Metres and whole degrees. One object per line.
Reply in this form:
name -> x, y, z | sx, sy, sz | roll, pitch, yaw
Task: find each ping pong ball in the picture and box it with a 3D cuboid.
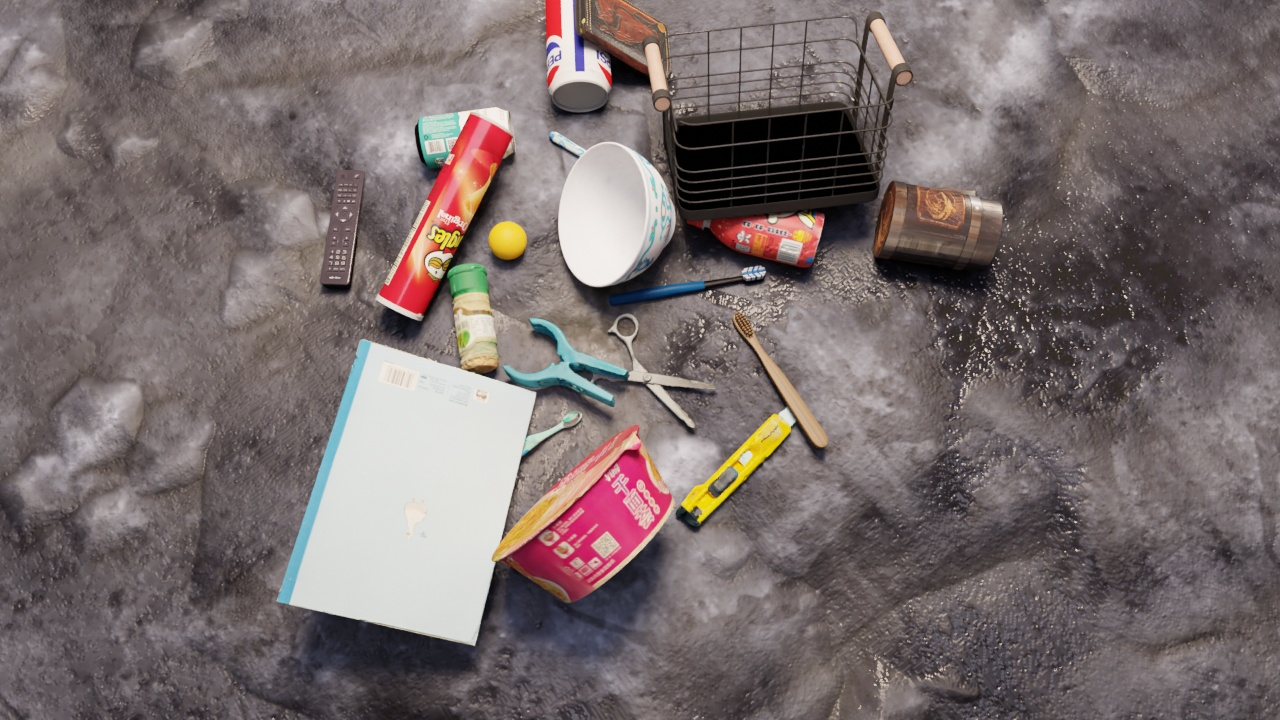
ping pong ball -> -0.140, -0.126, 0.969 | 0.040, 0.040, 0.040 | 0, 74, 1

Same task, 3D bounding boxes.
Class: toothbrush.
toothbrush -> 0.140, 0.018, 0.931 | 0.016, 0.016, 0.166 | -28, 72, -12
toothbrush -> -0.118, 0.087, 0.922 | 0.135, 0.017, 0.022 | -30, 72, -7
toothbrush -> 0.049, -0.078, 0.966 | 0.167, 0.014, 0.014 | -10, 63, -2

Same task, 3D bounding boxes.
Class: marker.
marker -> -0.042, -0.213, 1.006 | 0.142, 0.013, 0.013 | 33, 78, 10

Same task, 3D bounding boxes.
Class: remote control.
remote control -> -0.319, -0.143, 0.991 | 0.032, 0.015, 0.136 | 2, 72, 2

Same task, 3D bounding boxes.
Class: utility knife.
utility knife -> 0.100, 0.102, 0.916 | 0.164, 0.017, 0.030 | -43, 83, -14

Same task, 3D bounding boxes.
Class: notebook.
notebook -> -0.210, 0.120, 0.861 | 0.181, 0.009, 0.253 | 19, 67, -17

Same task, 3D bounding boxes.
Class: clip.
clip -> -0.088, 0.020, 0.926 | 0.121, 0.031, 0.130 | -41, 71, -15

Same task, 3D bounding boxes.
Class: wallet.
wallet -> -0.018, -0.359, 1.000 | 0.123, 0.020, 0.072 | 15, 63, -41

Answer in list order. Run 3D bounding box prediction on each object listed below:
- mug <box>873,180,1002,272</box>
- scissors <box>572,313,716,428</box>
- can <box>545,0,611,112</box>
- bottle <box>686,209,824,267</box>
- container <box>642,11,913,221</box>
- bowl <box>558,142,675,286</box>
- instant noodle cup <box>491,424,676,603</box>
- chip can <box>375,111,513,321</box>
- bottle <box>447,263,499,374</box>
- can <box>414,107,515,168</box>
mug -> 0.307, -0.149, 0.955 | 0.107, 0.080, 0.115 | 10, 49, 3
scissors -> -0.010, 0.021, 0.941 | 0.162, 0.014, 0.141 | -21, 72, -4
can -> -0.069, -0.349, 1.014 | 0.070, 0.070, 0.132 | -3, 75, 0
bottle -> 0.118, -0.141, 0.958 | 0.137, 0.062, 0.062 | 15, 75, 4
container -> 0.130, -0.251, 0.922 | 0.241, 0.130, 0.162 | -6, 49, -1
bowl -> -0.012, -0.146, 0.943 | 0.074, 0.144, 0.144 | 0, 70, -41
instant noodle cup -> -0.043, 0.146, 0.835 | 0.178, 0.179, 0.077 | -43, 94, -10
chip can -> -0.200, -0.148, 0.944 | 0.052, 0.052, 0.214 | 27, 91, 8
bottle -> -0.173, -0.043, 0.947 | 0.043, 0.043, 0.111 | -10, 76, -2
can -> -0.189, -0.241, 0.994 | 0.101, 0.055, 0.055 | -8, 75, -1
